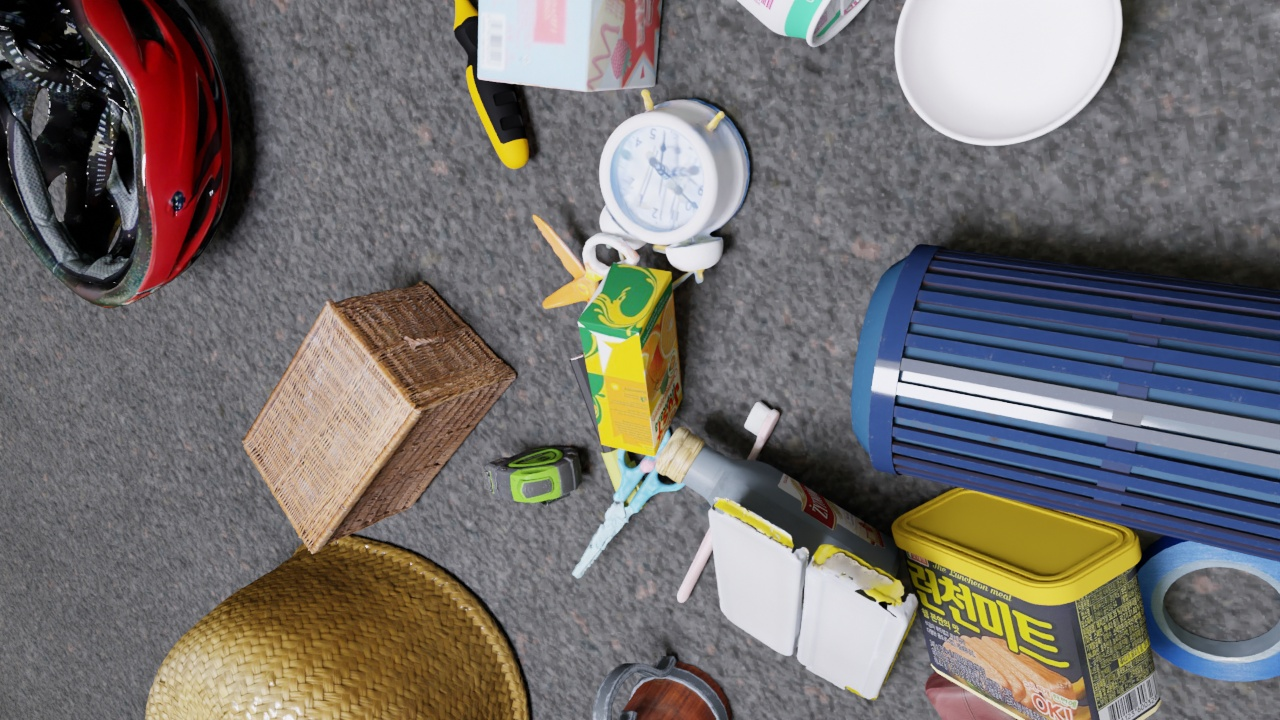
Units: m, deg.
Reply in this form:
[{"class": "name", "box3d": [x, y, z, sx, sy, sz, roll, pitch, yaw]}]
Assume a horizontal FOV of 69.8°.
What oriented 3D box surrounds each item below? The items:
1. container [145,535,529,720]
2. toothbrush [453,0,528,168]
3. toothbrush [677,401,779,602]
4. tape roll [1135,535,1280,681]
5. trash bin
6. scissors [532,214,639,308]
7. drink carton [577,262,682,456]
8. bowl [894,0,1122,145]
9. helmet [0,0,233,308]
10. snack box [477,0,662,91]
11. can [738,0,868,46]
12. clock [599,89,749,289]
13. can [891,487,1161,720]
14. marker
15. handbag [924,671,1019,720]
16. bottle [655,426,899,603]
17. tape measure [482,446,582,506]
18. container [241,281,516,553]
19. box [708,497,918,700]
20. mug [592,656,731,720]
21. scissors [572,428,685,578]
[{"class": "container", "box3d": [-0.274, 0.332, 0.813, 0.307, 0.196, 0.307, 10, 113, 24]}, {"class": "toothbrush", "box3d": [-0.116, -0.227, 0.632, 0.031, 0.031, 0.196, -14, 97, 56]}, {"class": "toothbrush", "box3d": [0.058, 0.107, 0.660, 0.018, 0.015, 0.181, 33, 119, 23]}, {"class": "tape roll", "box3d": [0.331, 0.138, 0.521, 0.091, 0.016, 0.093, 45, 122, 8]}, {"class": "trash bin", "box3d": [0.242, 0.019, 0.459, 0.250, 0.139, 0.139, 12, 112, 26]}, {"class": "scissors", "box3d": [-0.035, -0.051, 0.636, 0.125, 0.011, 0.129, 52, 145, -11]}, {"class": "drink carton", "box3d": [-0.004, 0.004, 0.605, 0.041, 0.058, 0.123, 12, 137, 18]}, {"class": "bowl", "box3d": [0.190, -0.165, 0.472, 0.105, 0.054, 0.105, 9, 110, 27]}, {"class": "helmet", "box3d": [-0.426, -0.179, 0.733, 0.218, 0.166, 0.272, 12, 112, 25]}, {"class": "snack box", "box3d": [-0.040, -0.215, 0.555, 0.079, 0.094, 0.093, 14, 112, 23]}, {"class": "can", "box3d": [0.057, -0.252, 0.493, 0.166, 0.088, 0.088, 45, 122, 8]}, {"class": "clock", "box3d": [0.018, -0.105, 0.589, 0.089, 0.051, 0.126, 21, 119, 21]}, {"class": "can", "box3d": [0.217, 0.141, 0.523, 0.131, 0.072, 0.101, 13, 122, 66]}, {"class": "marker", "box3d": [-0.023, 0.054, 0.683, 0.021, 0.017, 0.124, -15, 99, 31]}, {"class": "handbag", "box3d": [0.238, 0.260, 0.612, 0.055, 0.029, 0.119, -20, 102, 34]}, {"class": "bottle", "box3d": [0.086, 0.098, 0.596, 0.161, 0.072, 0.046, 31, 100, 8]}, {"class": "tape measure", "box3d": [-0.076, 0.090, 0.697, 0.059, 0.065, 0.036, 8, 109, 51]}, {"class": "container", "box3d": [-0.211, 0.042, 0.725, 0.112, 0.113, 0.199, 50, 121, 11]}, {"class": "box", "box3d": [0.102, 0.156, 0.580, 0.127, 0.023, 0.210, 22, 154, 21]}, {"class": "mug", "box3d": [0.007, 0.276, 0.688, 0.082, 0.110, 0.117, -10, 102, 30]}, {"class": "scissors", "box3d": [-0.012, 0.108, 0.678, 0.056, 0.015, 0.137, 33, 105, -2]}]
